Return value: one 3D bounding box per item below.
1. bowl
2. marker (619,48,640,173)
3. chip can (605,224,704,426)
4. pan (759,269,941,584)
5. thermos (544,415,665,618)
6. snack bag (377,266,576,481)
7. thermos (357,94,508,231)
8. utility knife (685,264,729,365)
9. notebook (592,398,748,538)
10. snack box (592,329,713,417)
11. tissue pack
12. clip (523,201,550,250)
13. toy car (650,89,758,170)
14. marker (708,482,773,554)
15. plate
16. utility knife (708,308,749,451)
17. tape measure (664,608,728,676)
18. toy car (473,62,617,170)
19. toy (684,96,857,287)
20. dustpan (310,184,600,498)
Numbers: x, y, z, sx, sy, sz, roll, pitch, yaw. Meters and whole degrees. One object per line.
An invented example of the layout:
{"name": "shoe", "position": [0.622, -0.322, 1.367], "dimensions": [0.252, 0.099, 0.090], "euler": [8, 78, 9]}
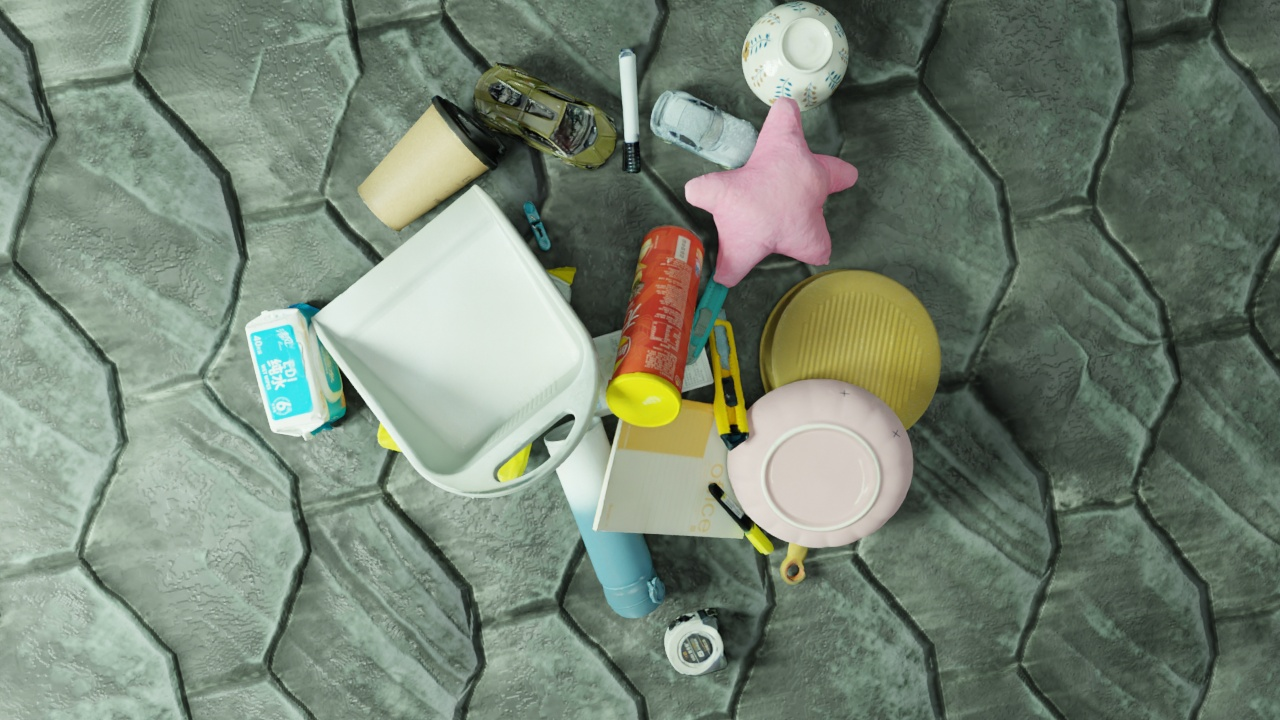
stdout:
{"name": "bowl", "position": [0.167, -0.325, 0.966], "dimensions": [0.113, 0.062, 0.113], "euler": [0, 94, -2]}
{"name": "marker", "position": [-0.012, -0.266, 0.980], "dimensions": [0.022, 0.018, 0.131], "euler": [-6, 96, -22]}
{"name": "chip can", "position": [0.018, -0.040, 0.910], "dimensions": [0.073, 0.073, 0.216], "euler": [15, 51, -5]}
{"name": "pan", "position": [0.210, 0.076, 1.006], "dimensions": [0.197, 0.078, 0.357], "euler": [12, 87, -7]}
{"name": "thermos", "position": [-0.034, 0.169, 0.977], "dimensions": [0.070, 0.070, 0.220], "euler": [-21, 103, -2]}
{"name": "snack bag", "position": [-0.172, 0.001, 0.965], "dimensions": [0.158, 0.068, 0.246], "euler": [15, 93, -4]}
{"name": "thermos", "position": [-0.216, -0.201, 0.941], "dimensions": [0.143, 0.093, 0.093], "euler": [-40, 96, 7]}
{"name": "utility knife", "position": [0.075, -0.063, 0.985], "dimensions": [0.029, 0.013, 0.160], "euler": [29, 75, -22]}
{"name": "notebook", "position": [0.050, 0.114, 0.962], "dimensions": [0.206, 0.010, 0.146], "euler": [12, 93, -38]}
{"name": "snack box", "position": [-0.006, 0.006, 0.997], "dimensions": [0.157, 0.027, 0.085], "euler": [-17, 96, -2]}
{"name": "tissue pack", "position": [-0.349, 0.010, 0.944], "dimensions": [0.063, 0.090, 0.140], "euler": [-13, 94, -2]}
{"name": "clip", "position": [-0.111, -0.144, 0.982], "dimensions": [0.014, 0.046, 0.057], "euler": [-24, 99, -4]}
{"name": "toy car", "position": [0.069, -0.246, 0.979], "dimensions": [0.120, 0.037, 0.054], "euler": [23, 92, -8]}
{"name": "marker", "position": [0.108, 0.173, 1.000], "dimensions": [0.015, 0.018, 0.124], "euler": [-23, 124, 29]}
{"name": "plate", "position": [0.186, 0.115, 0.954], "dimensions": [0.192, 0.039, 0.192], "euler": [3, 109, 8]}
{"name": "utility knife", "position": [0.088, 0.013, 0.970], "dimensions": [0.033, 0.015, 0.173], "euler": [-6, 64, -1]}
{"name": "tape measure", "position": [0.060, 0.315, 1.021], "dimensions": [0.066, 0.033, 0.066], "euler": [-11, 93, -5]}
{"name": "toy car", "position": [-0.098, -0.256, 0.966], "dimensions": [0.158, 0.042, 0.070], "euler": [23, 93, -8]}
{"name": "toy", "position": [0.142, -0.157, 0.969], "dimensions": [0.194, 0.074, 0.178], "euler": [-46, 111, -4]}
{"name": "dustpan", "position": [-0.161, -0.006, 0.863], "dimensions": [0.222, 0.142, 0.258], "euler": [-39, 96, -1]}
